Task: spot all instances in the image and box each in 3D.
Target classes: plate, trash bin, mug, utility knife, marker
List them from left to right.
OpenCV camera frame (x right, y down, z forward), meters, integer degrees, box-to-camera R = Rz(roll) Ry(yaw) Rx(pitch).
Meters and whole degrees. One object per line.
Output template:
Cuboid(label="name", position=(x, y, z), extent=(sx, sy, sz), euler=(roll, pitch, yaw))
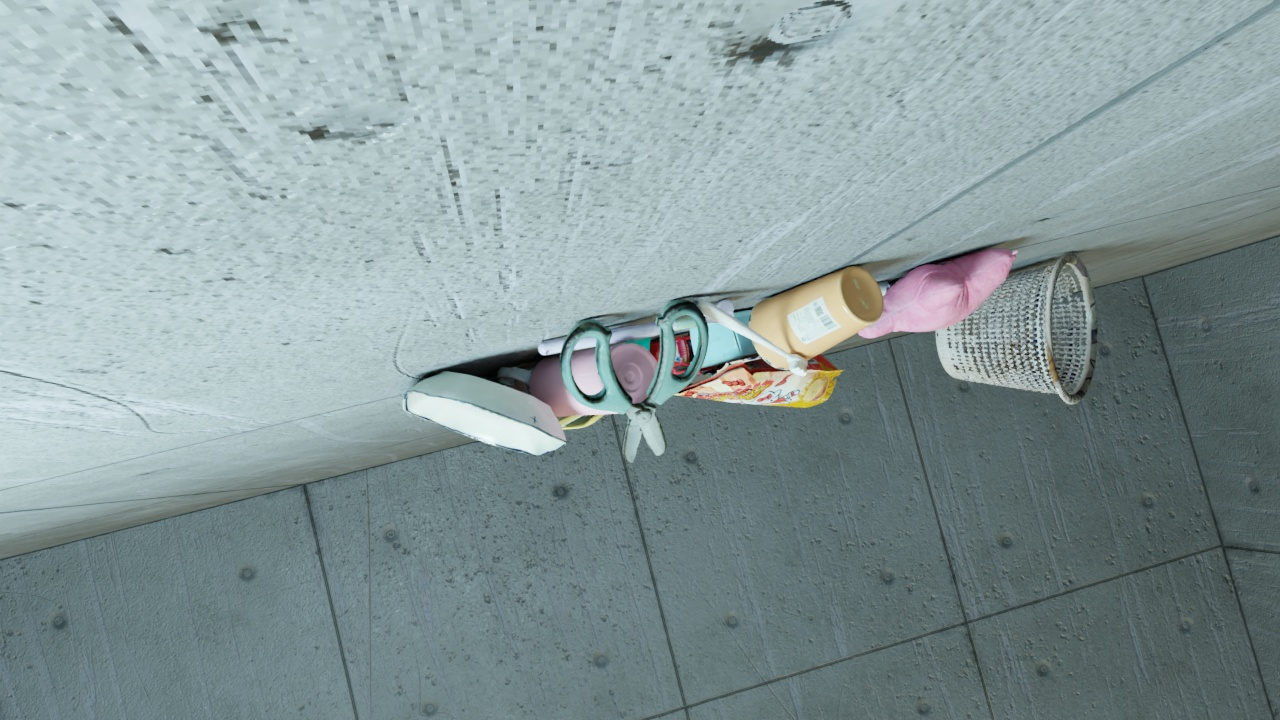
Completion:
Cuboid(label="plate", position=(-0.162, 0.054, 0.947), extent=(0.162, 0.034, 0.266), euler=(20, 167, -10))
Cuboid(label="utility knife", position=(-0.006, 0.006, 1.026), extent=(0.029, 0.013, 0.209), euler=(-14, 160, -8))
Cuboid(label="mug", position=(0.174, -0.044, 0.904), extent=(0.078, 0.078, 0.123), euler=(-11, 170, -35))
Cuboid(label="marker", position=(0.266, -0.081, 1.077), extent=(0.130, 0.018, 0.023), euler=(-12, 167, -30))
Cuboid(label="trash bin", position=(0.581, -0.046, 1.435), extent=(0.193, 0.227, 0.226), euler=(-1, -174, 43))

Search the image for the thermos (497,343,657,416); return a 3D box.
Cuboid(label="thermos", position=(-0.070, 0.020, 0.919), extent=(0.087, 0.067, 0.199), euler=(23, 164, -32))

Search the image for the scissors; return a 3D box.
Cuboid(label="scissors", position=(0.013, 0.016, 0.816), extent=(0.169, 0.177, 0.019), euler=(-30, -145, -3))

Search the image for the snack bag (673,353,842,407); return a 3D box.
Cuboid(label="snack bag", position=(0.135, 0.022, 1.064), extent=(0.207, 0.073, 0.129), euler=(-1, 171, -44))

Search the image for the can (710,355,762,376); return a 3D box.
Cuboid(label="can", position=(0.136, -0.011, 1.214), extent=(0.094, 0.066, 0.066), euler=(-14, 176, -1))

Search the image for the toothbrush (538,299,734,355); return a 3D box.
Cuboid(label="toothbrush", position=(-0.003, -0.029, 0.859), extent=(0.189, 0.021, 0.029), euler=(-12, 137, -13))

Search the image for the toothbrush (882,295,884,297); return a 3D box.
Cuboid(label="toothbrush", position=(0.316, -0.084, 1.217), extent=(0.017, 0.016, 0.187), euler=(-4, 176, -3))

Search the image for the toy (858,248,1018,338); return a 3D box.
Cuboid(label="toy", position=(0.346, -0.078, 1.038), extent=(0.179, 0.074, 0.194), euler=(-29, 172, 33))

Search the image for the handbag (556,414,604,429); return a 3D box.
Cuboid(label="handbag", position=(-0.066, 0.049, 1.185), extent=(0.178, 0.063, 0.164), euler=(-15, 180, -24))

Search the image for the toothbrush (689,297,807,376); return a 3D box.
Cuboid(label="toothbrush", position=(0.104, -0.021, 0.856), extent=(0.016, 0.016, 0.180), euler=(-22, 146, 36))

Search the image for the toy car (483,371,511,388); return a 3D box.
Cuboid(label="toy car", position=(-0.136, 0.031, 1.037), extent=(0.049, 0.031, 0.105), euler=(-32, 153, 35))

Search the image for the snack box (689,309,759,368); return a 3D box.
Cuboid(label="snack box", position=(0.147, -0.033, 1.064), extent=(0.174, 0.051, 0.074), euler=(-11, 175, -37))

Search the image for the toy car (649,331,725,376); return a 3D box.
Cuboid(label="toy car", position=(0.043, -0.004, 1.097), extent=(0.120, 0.053, 0.045), euler=(-10, 159, 0))
